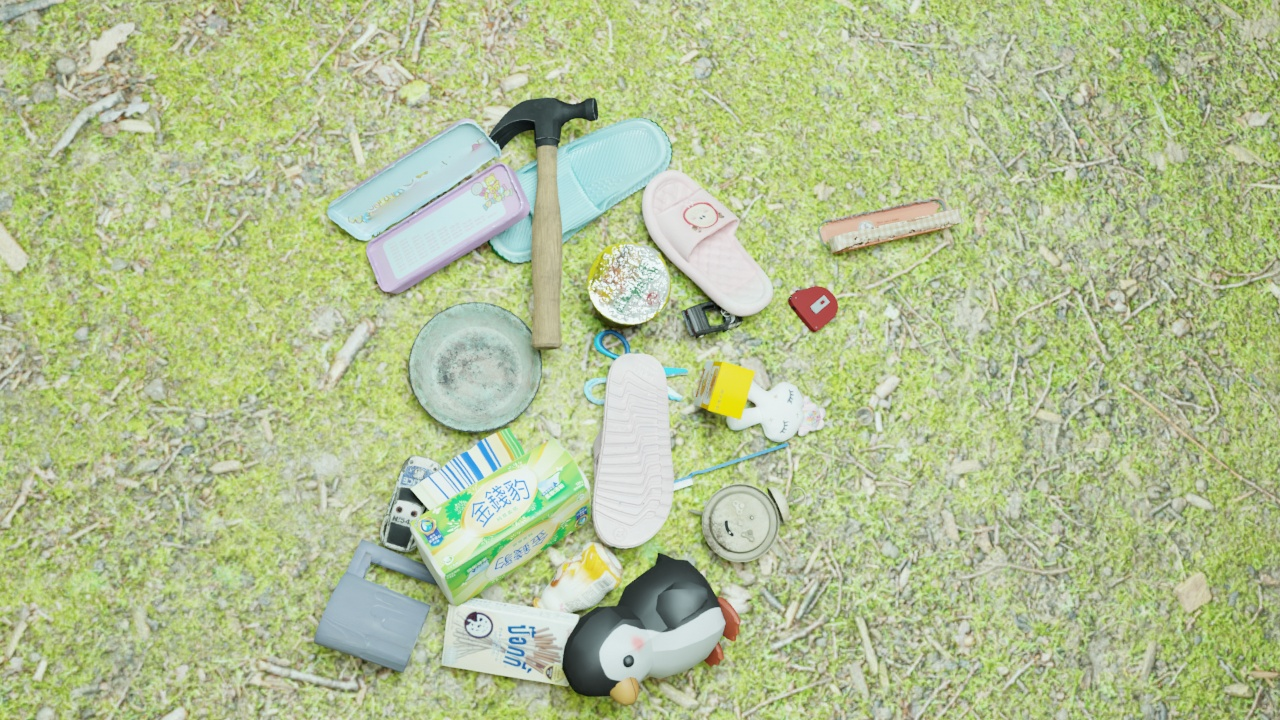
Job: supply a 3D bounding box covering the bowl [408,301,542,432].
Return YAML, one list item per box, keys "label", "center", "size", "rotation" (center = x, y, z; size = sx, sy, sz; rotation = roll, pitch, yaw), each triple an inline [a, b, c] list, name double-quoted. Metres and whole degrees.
- label: "bowl"
  center: [-0.199, 0.010, 1.112]
  size: [0.157, 0.038, 0.157]
  rotation: [1, 81, -8]

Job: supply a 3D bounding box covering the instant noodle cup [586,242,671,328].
- label: "instant noodle cup"
  center: [-0.019, -0.082, 1.115]
  size: [0.102, 0.108, 0.102]
  rotation: [1, 81, -7]

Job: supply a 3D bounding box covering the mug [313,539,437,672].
- label: "mug"
  center: [-0.294, 0.279, 1.042]
  size: [0.104, 0.084, 0.123]
  rotation: [22, 60, -5]

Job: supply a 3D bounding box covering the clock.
- label: "clock"
  center: [0.136, 0.189, 1.123]
  size: [0.141, 0.054, 0.093]
  rotation: [-23, 85, -3]

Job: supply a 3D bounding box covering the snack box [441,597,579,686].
- label: "snack box"
  center: [-0.149, 0.321, 1.054]
  size: [0.150, 0.026, 0.082]
  rotation: [9, 103, 0]

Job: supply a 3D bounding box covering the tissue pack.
- label: "tissue pack"
  center: [-0.172, 0.160, 1.051]
  size: [0.197, 0.120, 0.141]
  rotation: [-27, 61, -26]

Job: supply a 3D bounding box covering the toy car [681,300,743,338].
- label: "toy car"
  center: [0.092, -0.055, 1.149]
  size: [0.092, 0.037, 0.040]
  rotation: [-14, 80, -43]

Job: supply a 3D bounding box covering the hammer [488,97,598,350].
- label: "hammer"
  center: [-0.117, -0.164, 1.097]
  size: [0.132, 0.040, 0.305]
  rotation: [-3, 80, 11]

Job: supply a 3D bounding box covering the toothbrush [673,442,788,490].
- label: "toothbrush"
  center: [0.109, 0.133, 1.147]
  size: [0.166, 0.016, 0.014]
  rotation: [-16, 84, -10]

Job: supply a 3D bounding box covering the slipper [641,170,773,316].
- label: "slipper"
  center: [0.084, -0.148, 1.150]
  size: [0.106, 0.056, 0.221]
  rotation: [-30, 77, -29]

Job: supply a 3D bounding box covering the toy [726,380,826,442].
- label: "toy"
  center: [0.174, 0.064, 1.155]
  size: [0.125, 0.037, 0.076]
  rotation: [14, 81, -2]

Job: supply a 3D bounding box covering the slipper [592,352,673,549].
- label: "slipper"
  center: [-0.010, 0.110, 1.111]
  size: [0.094, 0.064, 0.239]
  rotation: [7, 71, -10]

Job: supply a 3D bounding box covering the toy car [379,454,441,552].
- label: "toy car"
  center: [-0.270, 0.167, 1.078]
  size: [0.048, 0.040, 0.112]
  rotation: [17, 79, -6]

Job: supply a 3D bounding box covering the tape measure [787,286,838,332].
- label: "tape measure"
  center: [0.227, -0.073, 1.193]
  size: [0.051, 0.019, 0.059]
  rotation: [-39, 88, -11]

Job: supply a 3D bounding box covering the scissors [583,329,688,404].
- label: "scissors"
  center: [-0.004, 0.006, 1.154]
  size: [0.140, 0.013, 0.113]
  rotation: [-4, 80, -6]

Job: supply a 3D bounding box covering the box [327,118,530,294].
- label: "box"
  center: [-0.248, -0.183, 1.084]
  size: [0.214, 0.062, 0.140]
  rotation: [-28, 111, 14]

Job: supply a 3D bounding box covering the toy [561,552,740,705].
- label: "toy"
  center: [-0.008, 0.303, 1.031]
  size: [0.183, 0.159, 0.140]
  rotation: [-18, 56, -30]

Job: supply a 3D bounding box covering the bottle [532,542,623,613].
- label: "bottle"
  center: [-0.075, 0.264, 1.079]
  size: [0.109, 0.063, 0.063]
  rotation: [-38, 88, 3]

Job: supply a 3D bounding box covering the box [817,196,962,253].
- label: "box"
  center: [0.330, -0.180, 1.207]
  size: [0.187, 0.055, 0.076]
  rotation: [-14, 51, -11]

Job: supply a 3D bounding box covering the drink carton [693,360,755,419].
- label: "drink carton"
  center: [0.099, 0.034, 1.109]
  size: [0.040, 0.122, 0.058]
  rotation: [17, 89, -5]

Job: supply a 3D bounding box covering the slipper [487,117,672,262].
- label: "slipper"
  center: [-0.078, -0.226, 1.153]
  size: [0.276, 0.069, 0.116]
  rotation: [-32, 84, -12]
